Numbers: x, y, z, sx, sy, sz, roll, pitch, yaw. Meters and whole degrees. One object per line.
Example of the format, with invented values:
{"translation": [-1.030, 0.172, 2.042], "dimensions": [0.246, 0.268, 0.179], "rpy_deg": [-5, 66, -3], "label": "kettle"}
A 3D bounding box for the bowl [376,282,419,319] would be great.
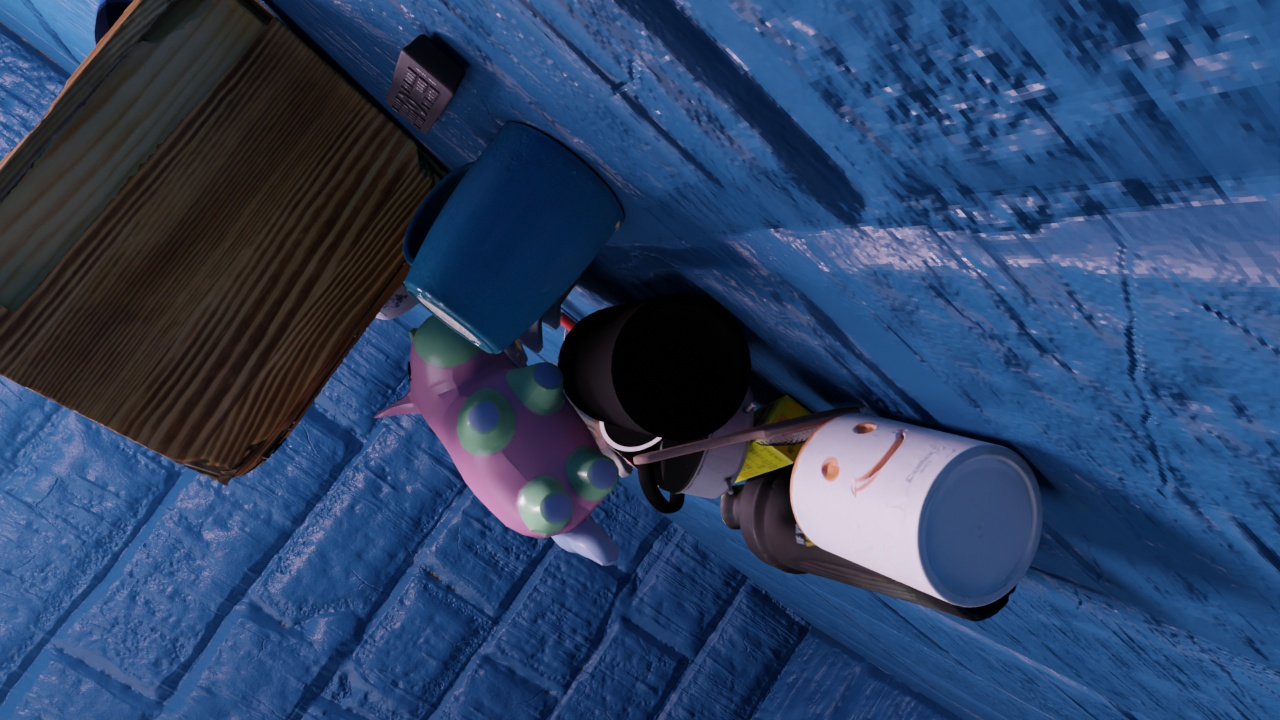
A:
{"translation": [-0.257, -0.070, 0.822], "dimensions": [0.114, 0.045, 0.114], "rpy_deg": [34, 169, 7], "label": "bowl"}

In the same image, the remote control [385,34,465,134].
{"translation": [-0.120, -0.149, 0.505], "dimensions": [0.032, 0.015, 0.136], "rpy_deg": [39, 172, -18], "label": "remote control"}

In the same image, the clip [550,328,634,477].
{"translation": [-0.059, 0.058, 0.922], "dimensions": [0.126, 0.101, 0.152], "rpy_deg": [-89, -22, -54], "label": "clip"}

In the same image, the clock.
{"translation": [0.045, 0.050, 0.665], "dimensions": [0.035, 0.094, 0.123], "rpy_deg": [14, -177, -14], "label": "clock"}

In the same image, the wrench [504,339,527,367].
{"translation": [-0.127, -0.026, 0.850], "dimensions": [0.073, 0.022, 0.274], "rpy_deg": [-92, -14, -50], "label": "wrench"}

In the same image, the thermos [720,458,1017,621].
{"translation": [0.154, 0.116, 0.641], "dimensions": [0.098, 0.098, 0.221], "rpy_deg": [40, 164, -23], "label": "thermos"}

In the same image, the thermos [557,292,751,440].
{"translation": [-0.004, 0.004, 0.626], "dimensions": [0.086, 0.086, 0.199], "rpy_deg": [38, 170, -13], "label": "thermos"}

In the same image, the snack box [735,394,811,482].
{"translation": [0.078, 0.064, 0.681], "dimensions": [0.029, 0.040, 0.148], "rpy_deg": [36, 157, -6], "label": "snack box"}

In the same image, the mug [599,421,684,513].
{"translation": [0.020, 0.084, 0.855], "dimensions": [0.082, 0.117, 0.098], "rpy_deg": [-15, 145, 23], "label": "mug"}

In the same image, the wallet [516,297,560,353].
{"translation": [-0.114, -0.059, 0.675], "dimensions": [0.115, 0.037, 0.118], "rpy_deg": [35, 167, 3], "label": "wallet"}

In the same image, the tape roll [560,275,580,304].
{"translation": [-0.092, -0.080, 0.701], "dimensions": [0.094, 0.027, 0.094], "rpy_deg": [34, 170, 6], "label": "tape roll"}

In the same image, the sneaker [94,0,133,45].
{"translation": [-0.393, -0.252, 0.841], "dimensions": [0.241, 0.083, 0.098], "rpy_deg": [45, -158, -71], "label": "sneaker"}

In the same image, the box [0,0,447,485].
{"translation": [-0.297, -0.085, 0.642], "dimensions": [0.251, 0.279, 0.192], "rpy_deg": [39, 169, -24], "label": "box"}

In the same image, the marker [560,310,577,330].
{"translation": [-0.087, -0.050, 0.872], "dimensions": [0.142, 0.012, 0.013], "rpy_deg": [39, 170, -18], "label": "marker"}

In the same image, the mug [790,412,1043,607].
{"translation": [0.142, 0.075, 0.484], "dimensions": [0.082, 0.082, 0.105], "rpy_deg": [39, 169, -22], "label": "mug"}

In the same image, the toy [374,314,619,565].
{"translation": [-0.097, 0.056, 0.668], "dimensions": [0.222, 0.120, 0.171], "rpy_deg": [56, 157, -2], "label": "toy"}

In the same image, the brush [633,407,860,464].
{"translation": [0.062, 0.049, 0.546], "dimensions": [0.050, 0.135, 0.015], "rpy_deg": [155, 103, -80], "label": "brush"}

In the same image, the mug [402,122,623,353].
{"translation": [-0.083, -0.067, 0.505], "dimensions": [0.112, 0.104, 0.084], "rpy_deg": [28, 168, 34], "label": "mug"}
